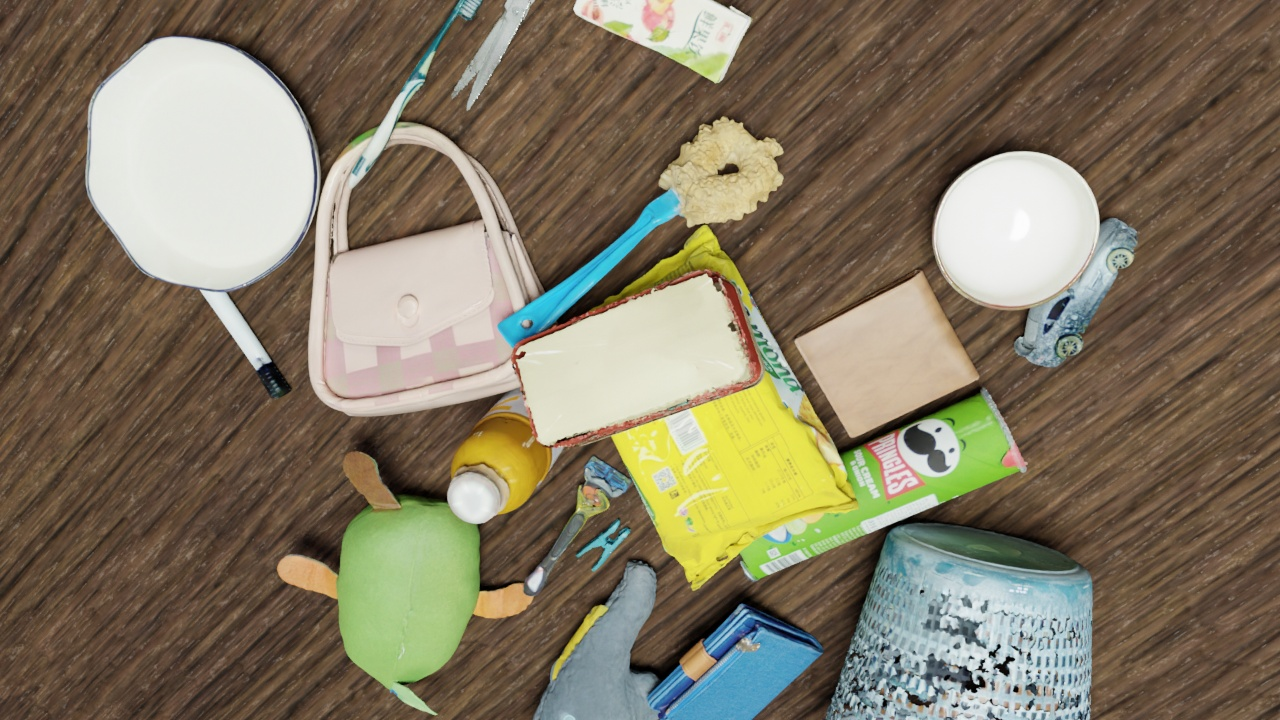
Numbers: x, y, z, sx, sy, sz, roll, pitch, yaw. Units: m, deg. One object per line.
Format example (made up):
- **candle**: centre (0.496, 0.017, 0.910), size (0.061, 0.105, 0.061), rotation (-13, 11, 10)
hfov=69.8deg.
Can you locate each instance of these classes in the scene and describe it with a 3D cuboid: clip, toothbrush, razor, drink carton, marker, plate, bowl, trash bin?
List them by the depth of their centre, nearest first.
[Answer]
- **bowl**: centre (0.271, -0.098, 0.682), size (0.113, 0.062, 0.113), rotation (2, 104, 7)
- **drink carton**: centre (0.018, -0.258, 0.686), size (0.122, 0.045, 0.054), rotation (27, 112, 2)
- **trash bin**: centre (0.254, 0.237, 0.713), size (0.226, 0.226, 0.195), rotation (9, 93, 6)
- **toothbrush**: centre (-0.177, -0.216, 0.725), size (0.018, 0.016, 0.191), rotation (32, 94, -11)
- **plate**: centre (-0.360, -0.161, 0.768), size (0.205, 0.045, 0.205), rotation (2, 103, 7)
- **razor**: centre (-0.064, 0.153, 0.813), size (0.042, 0.022, 0.143), rotation (34, 99, 1)
- **marker**: centre (-0.358, -0.022, 0.822), size (0.023, 0.018, 0.131), rotation (-28, 99, 22)
- **clip**: centre (-0.032, 0.166, 0.825), size (0.041, 0.014, 0.056), rotation (44, 108, -5)

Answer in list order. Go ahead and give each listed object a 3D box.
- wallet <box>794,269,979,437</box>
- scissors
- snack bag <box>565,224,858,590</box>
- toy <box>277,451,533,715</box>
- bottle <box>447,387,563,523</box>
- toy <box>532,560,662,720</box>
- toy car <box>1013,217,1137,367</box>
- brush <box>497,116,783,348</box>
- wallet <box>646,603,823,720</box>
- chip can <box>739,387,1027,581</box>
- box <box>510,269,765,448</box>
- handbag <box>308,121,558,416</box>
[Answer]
- **wallet**: centre (0.198, -0.003, 0.742), size (0.115, 0.020, 0.101), rotation (-28, 100, 18)
- **scissors**: centre (-0.101, -0.282, 0.718), size (0.173, 0.014, 0.145), rotation (-15, 104, 15)
- **snack bag**: centre (0.044, 0.039, 0.720), size (0.158, 0.068, 0.246), rotation (-30, 81, 14)
- **toy**: centre (-0.206, 0.194, 0.821), size (0.227, 0.090, 0.247), rotation (12, 110, -9)
- **bottle**: centre (-0.101, 0.070, 0.718), size (0.068, 0.189, 0.068), rotation (2, 106, 8)
- **toy**: centre (-0.032, 0.359, 0.845), size (0.137, 0.091, 0.356), rotation (-11, 106, -17)
- **toy car**: centre (0.326, -0.051, 0.690), size (0.037, 0.054, 0.121), rotation (26, 107, -1)
- **brush**: centre (-0.002, -0.093, 0.697), size (0.254, 0.046, 0.083), rotation (-38, 74, -1)
- **wallet**: centre (0.083, 0.278, 0.810), size (0.106, 0.040, 0.133), rotation (31, 108, -32)
- **chip can**: centre (0.184, 0.104, 0.745), size (0.236, 0.072, 0.072), rotation (-27, 99, 15)
- **box**: centre (-0.004, 0.004, 0.658), size (0.168, 0.079, 0.091), rotation (-20, 82, 17)
- **handbag**: centre (-0.183, -0.077, 0.757), size (0.193, 0.093, 0.234), rotation (-11, 91, 12)
